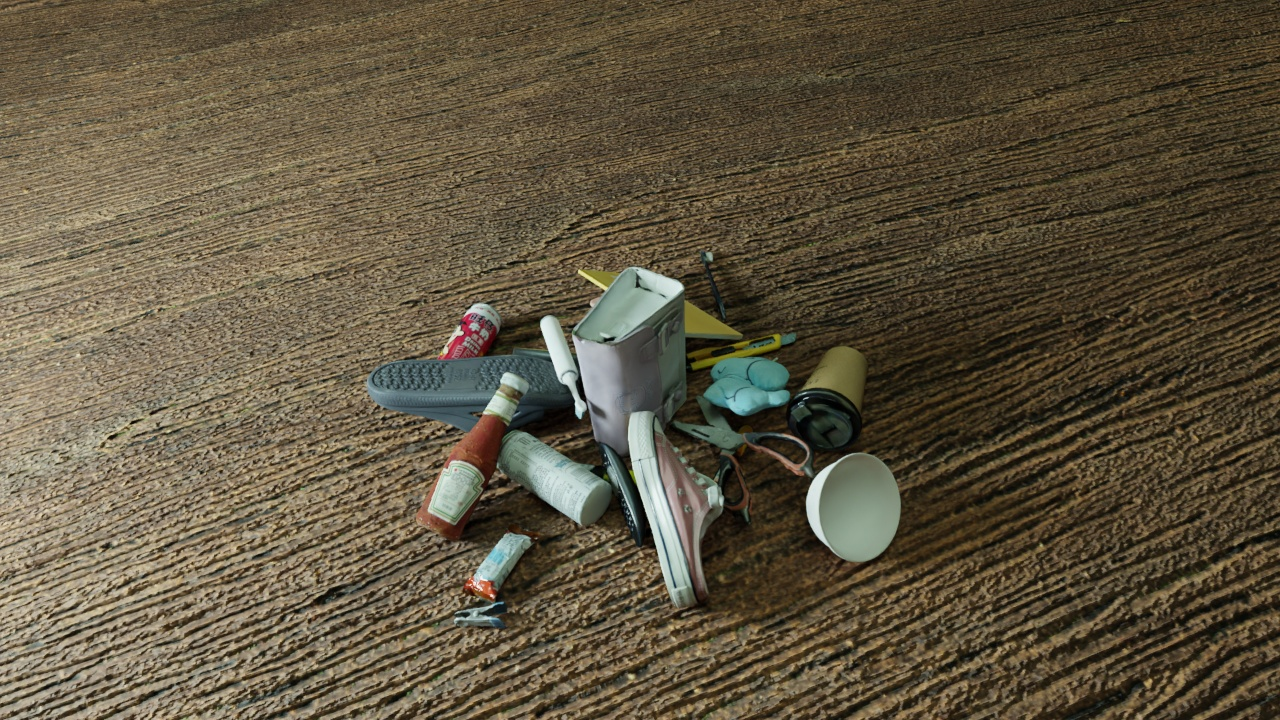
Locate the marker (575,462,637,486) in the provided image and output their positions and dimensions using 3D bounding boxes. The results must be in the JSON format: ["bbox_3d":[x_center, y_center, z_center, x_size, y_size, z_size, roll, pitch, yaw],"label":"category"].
[{"bbox_3d":[-0.055,0.138,1.126,0.124,0.015,0.018,7,53,16],"label":"marker"}]

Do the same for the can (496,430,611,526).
[{"bbox_3d":[-0.105,0.139,1.096,0.147,0.058,0.058,27,52,30],"label":"can"}]

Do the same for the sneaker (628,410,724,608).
[{"bbox_3d":[0.048,0.156,1.030,0.088,0.118,0.240,-17,54,1],"label":"sneaker"}]

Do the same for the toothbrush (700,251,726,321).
[{"bbox_3d":[0.111,-0.113,1.363,0.018,0.016,0.180,2,38,-8],"label":"toothbrush"}]

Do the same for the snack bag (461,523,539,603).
[{"bbox_3d":[-0.156,0.226,1.033,0.045,0.026,0.105,10,44,28],"label":"snack bag"}]

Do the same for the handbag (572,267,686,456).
[{"bbox_3d":[-0.007,0.007,1.126,0.098,0.197,0.144,25,51,28],"label":"handbag"}]

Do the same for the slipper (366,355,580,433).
[{"bbox_3d":[-0.213,0.050,1.184,0.268,0.083,0.110,1,29,-4],"label":"slipper"}]

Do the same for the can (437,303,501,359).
[{"bbox_3d":[-0.241,-0.020,1.279,0.053,0.053,0.132,9,45,14],"label":"can"}]

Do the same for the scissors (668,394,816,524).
[{"bbox_3d":[0.117,0.109,1.101,0.189,0.015,0.224,-17,44,22],"label":"scissors"}]

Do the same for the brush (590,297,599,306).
[{"bbox_3d":[-0.009,-0.037,1.258,0.146,0.073,0.063,24,49,31],"label":"brush"}]

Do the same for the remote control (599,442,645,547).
[{"bbox_3d":[-0.016,0.154,1.068,0.024,0.053,0.136,-17,55,-12],"label":"remote control"}]

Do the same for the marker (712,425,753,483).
[{"bbox_3d":[0.108,0.127,1.122,0.018,0.015,0.123,15,49,25],"label":"marker"}]

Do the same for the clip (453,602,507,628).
[{"bbox_3d":[-0.172,0.276,0.984,0.058,0.027,0.044,-3,51,3],"label":"clip"}]

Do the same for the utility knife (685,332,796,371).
[{"bbox_3d":[0.135,-0.016,1.267,0.177,0.015,0.033,-14,44,-9],"label":"utility knife"}]

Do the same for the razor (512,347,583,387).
[{"bbox_3d":[-0.101,0.008,1.245,0.168,0.062,0.067,9,15,22],"label":"razor"}]

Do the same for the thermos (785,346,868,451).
[{"bbox_3d":[0.240,0.045,1.147,0.093,0.093,0.142,13,39,18],"label":"thermos"}]

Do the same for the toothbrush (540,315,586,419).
[{"bbox_3d":[-0.097,0.006,1.179,0.026,0.026,0.221,0,31,-18],"label":"toothbrush"}]

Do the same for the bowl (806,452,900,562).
[{"bbox_3d":[0.225,0.162,1.027,0.118,0.118,0.065,-33,13,-27],"label":"bowl"}]

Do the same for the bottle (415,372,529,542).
[{"bbox_3d":[-0.192,0.110,1.081,0.060,0.060,0.205,20,74,24],"label":"bottle"}]

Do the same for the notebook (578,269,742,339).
[{"bbox_3d":[0.027,-0.080,1.286,0.145,0.010,0.206,0,27,-48],"label":"notebook"}]

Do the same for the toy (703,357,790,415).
[{"bbox_3d":[0.140,0.028,1.173,0.155,0.050,0.162,-17,22,-39],"label":"toy"}]
